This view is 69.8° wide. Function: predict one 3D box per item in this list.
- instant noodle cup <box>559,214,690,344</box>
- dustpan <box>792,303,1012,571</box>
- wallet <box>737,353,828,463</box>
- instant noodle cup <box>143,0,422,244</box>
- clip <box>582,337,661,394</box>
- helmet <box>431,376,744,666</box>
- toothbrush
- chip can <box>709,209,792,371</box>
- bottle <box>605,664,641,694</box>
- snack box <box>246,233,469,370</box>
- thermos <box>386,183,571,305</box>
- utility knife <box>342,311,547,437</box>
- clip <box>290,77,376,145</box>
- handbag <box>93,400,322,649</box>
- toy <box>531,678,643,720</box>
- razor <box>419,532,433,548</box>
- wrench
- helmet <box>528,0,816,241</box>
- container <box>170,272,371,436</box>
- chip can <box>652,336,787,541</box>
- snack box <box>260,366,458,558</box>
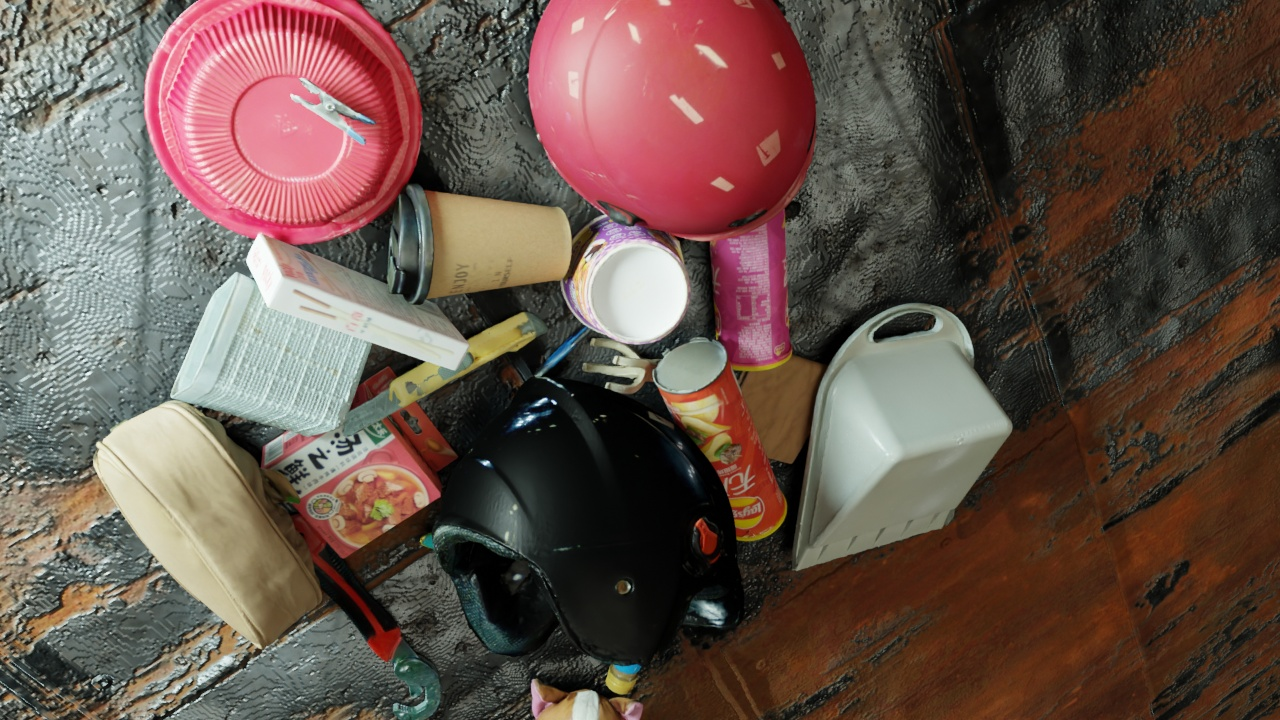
[{"bbox_3d":[-0.009,-0.065,0.761,0.111,0.099,0.111,-2,104,-7],"label":"instant noodle cup"},{"bbox_3d":[0.264,0.076,0.969,0.222,0.142,0.258,-9,144,-25],"label":"dustpan"},{"bbox_3d":[0.135,0.046,0.919,0.101,0.020,0.115,16,108,-24],"label":"wallet"},{"bbox_3d":[-0.251,-0.170,0.657,0.193,0.066,0.194,-7,113,-17],"label":"instant noodle cup"},{"bbox_3d":[-0.010,0.002,0.846,0.103,0.092,0.035,-8,119,-56],"label":"clip"},{"bbox_3d":[-0.035,0.142,0.776,0.274,0.234,0.229,20,69,-26],"label":"helmet"},{"bbox_3d":[-0.025,-0.047,0.823,0.189,0.014,0.016,-44,143,2],"label":"toothbrush"},{"bbox_3d":[0.095,-0.100,0.812,0.071,0.071,0.211,-13,115,-15],"label":"chip can"},{"bbox_3d":[0.010,0.241,0.930,0.065,0.065,0.219,12,107,-24],"label":"bottle"},{"bbox_3d":[-0.212,-0.043,0.697,0.156,0.085,0.027,22,103,-40],"label":"snack box"},{"bbox_3d":[-0.131,-0.091,0.726,0.143,0.093,0.093,-3,113,-27],"label":"thermos"},{"bbox_3d":[-0.164,0.008,0.773,0.196,0.020,0.031,-29,109,-19],"label":"utility knife"},{"bbox_3d":[-0.208,-0.170,0.623,0.058,0.026,0.038,29,88,-20],"label":"clip"},{"bbox_3d":[-0.331,0.122,0.716,0.099,0.148,0.205,-41,125,-34],"label":"handbag"},{"bbox_3d":[-0.069,0.432,0.959,0.140,0.130,0.200,11,100,-7],"label":"toy"},{"bbox_3d":[-0.144,0.173,0.865,0.132,0.028,0.043,9,85,-27],"label":"razor"},{"bbox_3d":[-0.258,0.246,0.862,0.056,0.016,0.273,-27,119,-8],"label":"wrench"},{"bbox_3d":[0.027,-0.196,0.668,0.240,0.144,0.207,38,97,-3],"label":"helmet"},{"bbox_3d":[-0.277,0.003,0.696,0.111,0.090,0.089,27,67,-30],"label":"container"},{"bbox_3d":[0.079,0.079,0.862,0.073,0.073,0.217,-29,129,-6],"label":"chip can"},{"bbox_3d":[-0.235,0.088,0.785,0.127,0.044,0.113,-33,119,-4],"label":"snack box"}]
